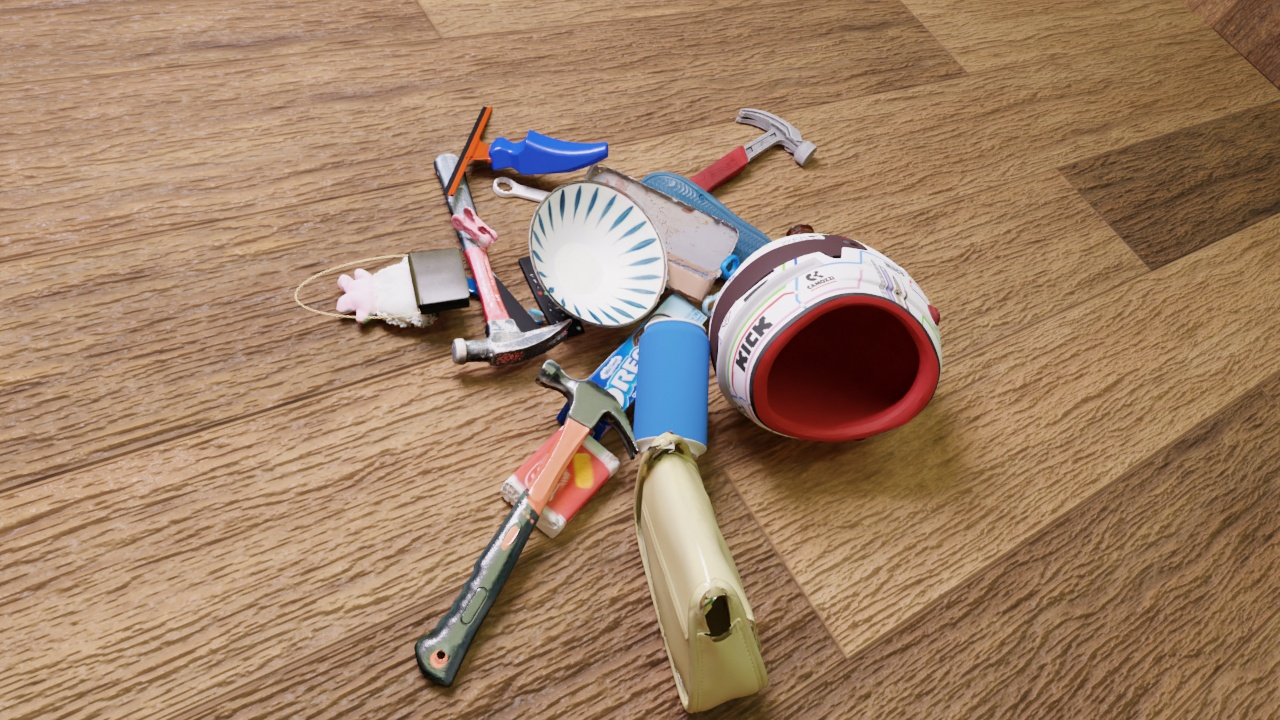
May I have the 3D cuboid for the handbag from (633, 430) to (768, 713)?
[{"bbox_3d":[0.058,0.204,0.896,0.088,0.191,0.232,-11,47,-9],"label":"handbag"}]

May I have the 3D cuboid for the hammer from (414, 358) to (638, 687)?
[{"bbox_3d":[-0.117,0.159,0.902,0.133,0.033,0.332,31,63,1],"label":"hammer"}]

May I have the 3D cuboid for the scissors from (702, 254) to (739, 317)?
[{"bbox_3d":[0.111,-0.083,1.162,0.019,0.132,0.105,33,86,23],"label":"scissors"}]

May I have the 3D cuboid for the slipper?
[{"bbox_3d":[0.081,-0.168,1.223,0.213,0.104,0.059,30,10,-7],"label":"slipper"}]

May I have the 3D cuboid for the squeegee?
[{"bbox_3d":[-0.134,-0.266,1.181,0.185,0.055,0.248,-2,39,6],"label":"squeegee"}]

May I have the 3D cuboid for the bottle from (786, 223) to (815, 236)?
[{"bbox_3d":[0.237,-0.116,1.263,0.056,0.057,0.161,5,55,-20],"label":"bottle"}]

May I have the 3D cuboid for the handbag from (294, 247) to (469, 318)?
[{"bbox_3d":[-0.280,-0.078,0.997,0.178,0.027,0.084,-9,60,-16],"label":"handbag"}]

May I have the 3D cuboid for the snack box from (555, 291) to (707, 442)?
[{"bbox_3d":[-0.006,0.006,1.077,0.059,0.060,0.225,41,51,4],"label":"snack box"}]

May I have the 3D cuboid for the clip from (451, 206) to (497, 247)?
[{"bbox_3d":[-0.192,-0.158,1.084,0.058,0.022,0.037,41,48,9],"label":"clip"}]

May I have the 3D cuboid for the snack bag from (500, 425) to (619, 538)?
[{"bbox_3d":[-0.084,0.124,0.975,0.077,0.036,0.115,40,51,7],"label":"snack bag"}]

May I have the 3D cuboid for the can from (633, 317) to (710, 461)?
[{"bbox_3d":[0.034,0.034,0.996,0.079,0.079,0.146,10,68,-16],"label":"can"}]

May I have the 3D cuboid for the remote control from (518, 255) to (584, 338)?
[{"bbox_3d":[-0.111,-0.078,1.121,0.039,0.010,0.124,-18,65,-32],"label":"remote control"}]

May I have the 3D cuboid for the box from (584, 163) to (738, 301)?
[{"bbox_3d":[0.005,-0.162,1.151,0.216,0.096,0.104,26,22,8],"label":"box"}]

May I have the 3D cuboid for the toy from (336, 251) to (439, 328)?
[{"bbox_3d":[-0.286,-0.074,1.029,0.108,0.041,0.095,-5,58,-18],"label":"toy"}]

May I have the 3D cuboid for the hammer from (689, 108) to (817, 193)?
[{"bbox_3d":[0.133,-0.290,1.354,0.126,0.036,0.314,41,50,12],"label":"hammer"}]

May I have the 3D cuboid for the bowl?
[{"bbox_3d":[-0.061,-0.115,1.073,0.177,0.071,0.177,9,72,-28],"label":"bowl"}]

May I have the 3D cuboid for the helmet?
[{"bbox_3d":[0.200,-0.034,1.074,0.314,0.231,0.236,13,25,-31],"label":"helmet"}]

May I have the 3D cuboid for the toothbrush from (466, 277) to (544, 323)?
[{"bbox_3d":[-0.175,-0.076,1.090,0.132,0.016,0.021,24,47,-6],"label":"toothbrush"}]

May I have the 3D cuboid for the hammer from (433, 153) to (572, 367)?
[{"bbox_3d":[-0.188,-0.130,1.098,0.140,0.036,0.325,-6,55,-25],"label":"hammer"}]

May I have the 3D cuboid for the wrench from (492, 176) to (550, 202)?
[{"bbox_3d":[-0.062,-0.203,1.231,0.273,0.009,0.047,12,53,-15],"label":"wrench"}]
